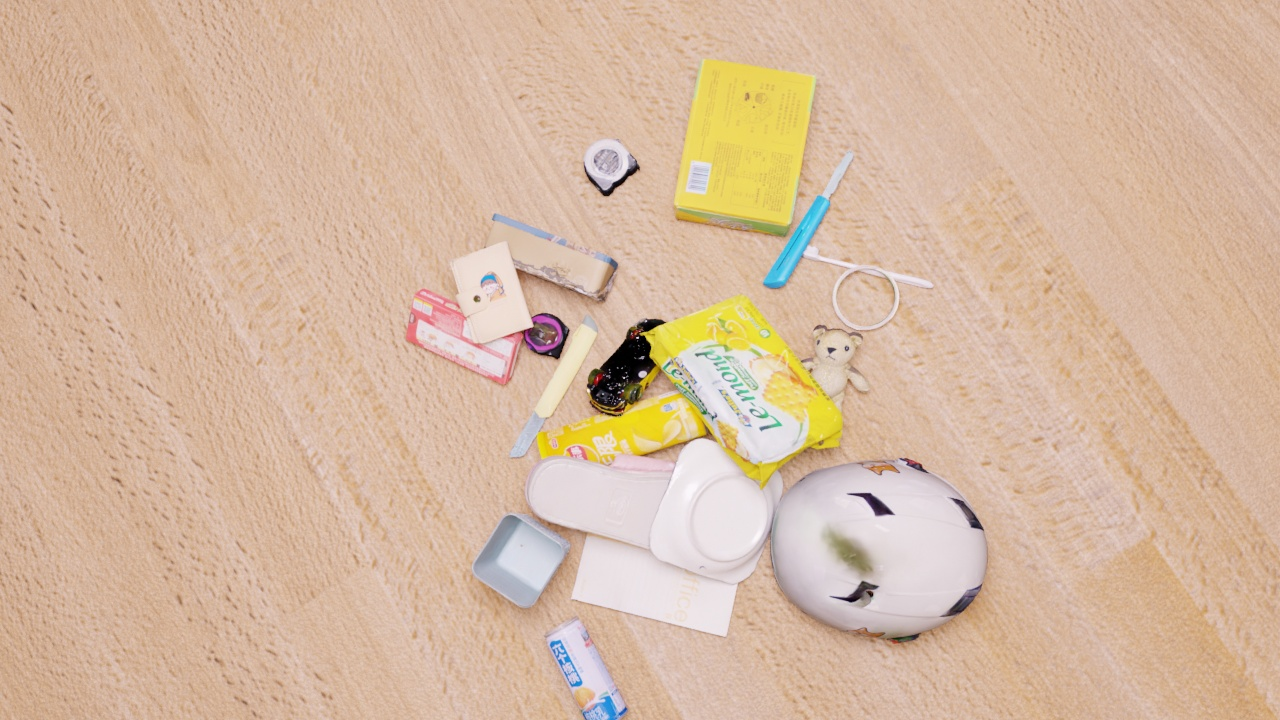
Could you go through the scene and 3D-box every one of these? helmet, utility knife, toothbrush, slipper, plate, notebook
[{"bbox_3d":[0.298,0.229,1.107,0.274,0.157,0.230,6,84,4],"label":"helmet"},{"bbox_3d":[0.230,-0.190,1.228,0.018,0.034,0.218,35,83,-32],"label":"utility knife"},{"bbox_3d":[0.302,-0.124,1.222,0.180,0.016,0.016,16,78,6],"label":"toothbrush"},{"bbox_3d":[-0.114,0.037,1.224,0.031,0.022,0.215,29,79,7],"label":"utility knife"},{"bbox_3d":[-0.013,0.176,1.154,0.274,0.054,0.114,11,94,-17],"label":"slipper"},{"bbox_3d":[0.103,0.192,1.144,0.164,0.034,0.163,22,86,-22],"label":"plate"},{"bbox_3d":[0.026,0.263,1.192,0.206,0.010,0.145,13,83,5],"label":"notebook"}]

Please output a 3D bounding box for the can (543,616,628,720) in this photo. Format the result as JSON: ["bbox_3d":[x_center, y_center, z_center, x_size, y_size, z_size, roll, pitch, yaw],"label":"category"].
[{"bbox_3d":[-0.070,0.395,1.160,0.053,0.053,0.134,-29,82,-1],"label":"can"}]

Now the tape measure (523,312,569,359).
[{"bbox_3d":[-0.127,-0.035,1.223,0.058,0.039,0.057,22,85,6],"label":"tape measure"}]

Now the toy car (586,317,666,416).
[{"bbox_3d":[-0.007,0.007,1.191,0.071,0.041,0.155,21,57,27],"label":"toy car"}]

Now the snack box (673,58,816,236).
[{"bbox_3d":[0.139,-0.282,1.222,0.158,0.070,0.210,10,83,5],"label":"snack box"}]

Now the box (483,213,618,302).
[{"bbox_3d":[-0.124,-0.137,1.211,0.184,0.090,0.062,23,91,4],"label":"box"}]

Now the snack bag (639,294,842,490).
[{"bbox_3d":[0.128,0.032,1.141,0.157,0.068,0.246,-23,65,-34],"label":"snack bag"}]

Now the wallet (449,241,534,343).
[{"bbox_3d":[-0.193,-0.084,1.168,0.087,0.024,0.115,-17,92,11],"label":"wallet"}]

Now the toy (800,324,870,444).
[{"bbox_3d":[0.240,0.035,1.181,0.105,0.066,0.157,11,98,19],"label":"toy"}]

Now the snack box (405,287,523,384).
[{"bbox_3d":[-0.235,-0.032,1.216,0.153,0.025,0.075,24,126,6],"label":"snack box"}]

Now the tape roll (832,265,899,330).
[{"bbox_3d":[0.296,-0.083,1.209,0.086,0.014,0.086,1,95,7],"label":"tape roll"}]

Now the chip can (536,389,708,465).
[{"bbox_3d":[-0.023,0.095,1.186,0.213,0.072,0.072,-19,82,0],"label":"chip can"}]

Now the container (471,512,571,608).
[{"bbox_3d":[-0.144,0.247,1.153,0.090,0.111,0.090,32,85,7],"label":"container"}]

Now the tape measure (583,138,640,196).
[{"bbox_3d":[-0.044,-0.267,1.250,0.065,0.033,0.066,-39,85,-4],"label":"tape measure"}]
